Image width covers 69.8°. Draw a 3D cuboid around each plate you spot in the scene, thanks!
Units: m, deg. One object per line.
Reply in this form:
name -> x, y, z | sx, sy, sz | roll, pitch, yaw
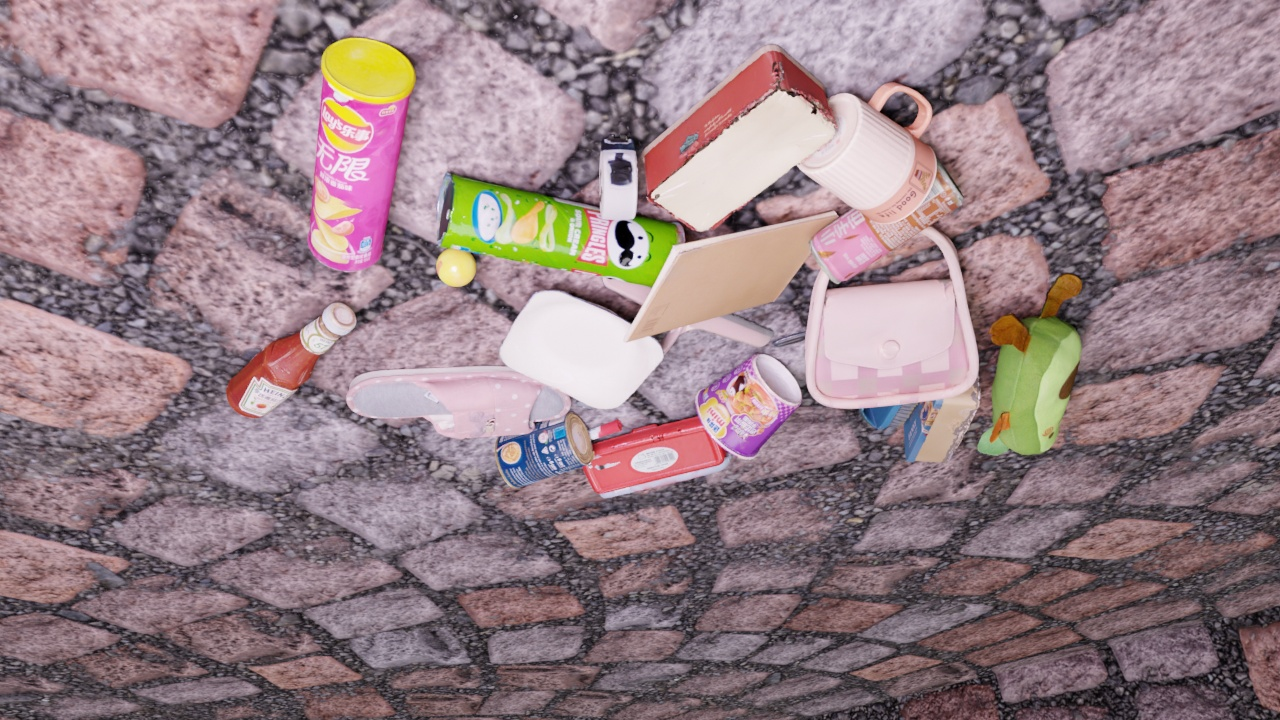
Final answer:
plate -> -0.066, -0.018, 1.044 | 0.163, 0.034, 0.165 | 26, 139, -14

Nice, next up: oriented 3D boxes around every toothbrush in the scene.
toothbrush -> 0.245, -0.042, 1.105 | 0.181, 0.018, 0.015 | -16, 147, 16

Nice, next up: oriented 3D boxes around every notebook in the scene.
notebook -> 0.092, -0.085, 0.945 | 0.211, 0.012, 0.150 | -17, 154, -32

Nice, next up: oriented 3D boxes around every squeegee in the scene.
squeegee -> -0.007, 0.007, 1.113 | 0.247, 0.040, 0.250 | 19, 139, -32

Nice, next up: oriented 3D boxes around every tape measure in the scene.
tape measure -> -0.021, -0.163, 0.843 | 0.033, 0.066, 0.066 | -2, 145, -5

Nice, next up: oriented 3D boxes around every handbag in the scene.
handbag -> 0.277, -0.059, 1.027 | 0.193, 0.093, 0.234 | -5, 128, 7

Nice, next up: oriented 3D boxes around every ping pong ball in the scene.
ping pong ball -> -0.187, -0.095, 0.934 | 0.040, 0.040, 0.040 | -4, 145, -3

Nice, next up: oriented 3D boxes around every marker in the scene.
marker -> -0.093, 0.111, 1.267 | 0.145, 0.017, 0.017 | -20, 143, 18

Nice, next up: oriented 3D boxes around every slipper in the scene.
slipper -> -0.221, 0.056, 1.134 | 0.274, 0.054, 0.114 | 3, 144, -13

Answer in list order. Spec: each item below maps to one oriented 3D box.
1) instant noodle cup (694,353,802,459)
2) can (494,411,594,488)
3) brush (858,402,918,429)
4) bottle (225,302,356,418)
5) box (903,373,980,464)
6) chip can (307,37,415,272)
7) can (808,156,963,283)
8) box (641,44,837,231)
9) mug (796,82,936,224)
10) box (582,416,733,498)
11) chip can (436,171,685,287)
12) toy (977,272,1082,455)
instant noodle cup -> 0.139, 0.051, 1.149 | 0.111, 0.111, 0.099 | 20, 128, -33
can -> -0.127, 0.119, 1.221 | 0.111, 0.075, 0.075 | -19, 143, 17
brush -> 0.325, 0.041, 1.201 | 0.073, 0.055, 0.144 | -1, 145, -8
bottle -> -0.386, -0.001, 1.019 | 0.207, 0.059, 0.059 | -32, 138, 32
box -> 0.395, 0.067, 1.218 | 0.060, 0.089, 0.185 | 6, 143, 3
chip can -> -0.245, -0.169, 0.792 | 0.071, 0.071, 0.211 | 7, 143, -19
can -> 0.243, -0.139, 0.914 | 0.148, 0.057, 0.058 | -34, 137, 24
box -> 0.087, -0.186, 0.818 | 0.091, 0.076, 0.169 | 26, 135, -36
mug -> 0.212, -0.196, 0.832 | 0.105, 0.081, 0.115 | 23, 109, -33
box -> 0.027, 0.133, 1.301 | 0.202, 0.098, 0.119 | -16, 113, 15
chip can -> -0.077, -0.122, 0.889 | 0.235, 0.072, 0.072 | 9, 142, -21
toy -> 0.479, 0.021, 1.116 | 0.226, 0.090, 0.247 | -37, 134, -26
